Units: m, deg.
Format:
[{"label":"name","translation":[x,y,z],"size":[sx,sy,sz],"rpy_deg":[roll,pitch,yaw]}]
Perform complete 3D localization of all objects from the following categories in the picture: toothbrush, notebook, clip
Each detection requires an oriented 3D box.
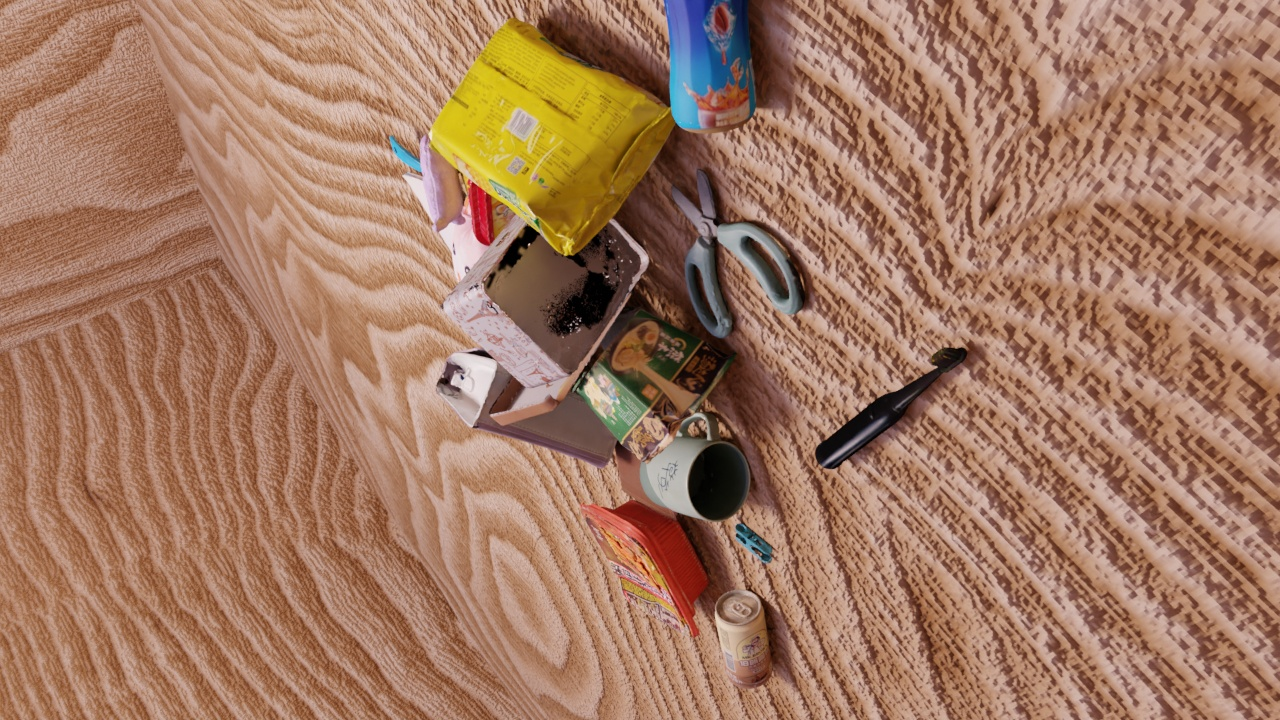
[{"label":"toothbrush","translation":[0.194,0.040,0.728],"size":[0.213,0.027,0.026],"rpy_deg":[120,162,-60]},{"label":"notebook","translation":[-0.241,-0.157,1.251],"size":[0.150,0.012,0.209],"rpy_deg":[28,151,52]},{"label":"clip","translation":[0.126,0.204,1.022],"size":[0.057,0.014,0.045],"rpy_deg":[36,142,42]}]

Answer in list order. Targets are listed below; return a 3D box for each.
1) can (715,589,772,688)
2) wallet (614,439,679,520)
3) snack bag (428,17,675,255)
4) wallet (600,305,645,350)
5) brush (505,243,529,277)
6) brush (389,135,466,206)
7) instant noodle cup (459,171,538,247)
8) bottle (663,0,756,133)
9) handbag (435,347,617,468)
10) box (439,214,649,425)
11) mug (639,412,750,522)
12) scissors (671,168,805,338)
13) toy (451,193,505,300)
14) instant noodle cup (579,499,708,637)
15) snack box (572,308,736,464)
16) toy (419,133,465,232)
[{"label":"can","translation":[0.125,0.336,1.103],"size":[0.058,0.058,0.116],"rpy_deg":[28,139,47]},{"label":"wallet","translation":[0.009,0.133,1.141],"size":[0.125,0.032,0.101],"rpy_deg":[21,131,51]},{"label":"snack bag","translation":[-0.091,-0.210,0.835],"size":[0.246,0.158,0.068],"rpy_deg":[39,-174,36]},{"label":"wallet","translation":[-0.006,0.006,1.033],"size":[0.107,0.036,0.130],"rpy_deg":[-6,111,61]},{"label":"brush","translation":[-0.139,-0.107,1.126],"size":[0.073,0.063,0.146],"rpy_deg":[55,155,3]},{"label":"brush","translation":[-0.261,-0.242,1.213],"size":[0.255,0.045,0.083],"rpy_deg":[34,147,32]},{"label":"instant noodle cup","translation":[-0.144,-0.204,0.996],"size":[0.123,0.116,0.116],"rpy_deg":[58,157,33]},{"label":"bottle","translation":[0.043,-0.272,0.640],"size":[0.065,0.065,0.219],"rpy_deg":[33,143,43]},{"label":"handbag","translation":[-0.135,0.053,1.131],"size":[0.196,0.098,0.145],"rpy_deg":[24,173,-36]},{"label":"box","translation":[-0.113,-0.060,0.947],"size":[0.157,0.180,0.198],"rpy_deg":[43,148,-20]},{"label":"mug","translation":[0.056,0.111,0.991],"size":[0.106,0.082,0.111],"rpy_deg":[3,88,61]},{"label":"scissors","translation":[0.085,-0.082,0.808],"size":[0.181,0.019,0.170],"rpy_deg":[29,139,48]},{"label":"toy","translation":[-0.193,-0.146,1.109],"size":[0.121,0.054,0.160],"rpy_deg":[51,137,41]},{"label":"instant noodle cup","translation":[0.011,0.252,1.182],"size":[0.165,0.079,0.189],"rpy_deg":[12,135,57]},{"label":"snack box","translation":[0.009,0.018,0.902],"size":[0.105,0.117,0.118],"rpy_deg":[39,150,0]},{"label":"toy","translation":[-0.218,-0.198,1.014],"size":[0.083,0.039,0.108],"rpy_deg":[-53,-47,-75]}]
